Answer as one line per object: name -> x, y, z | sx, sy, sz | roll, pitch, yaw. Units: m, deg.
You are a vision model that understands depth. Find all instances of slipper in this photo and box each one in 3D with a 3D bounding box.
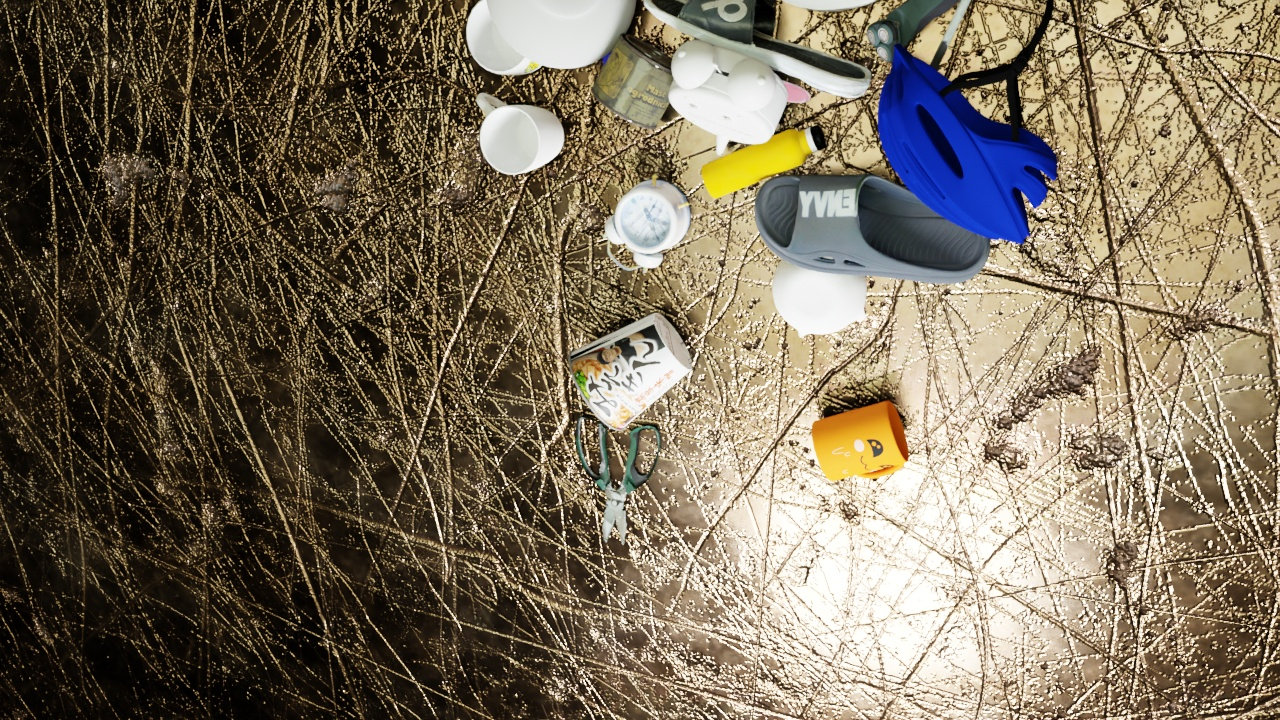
slipper -> 0.133, -0.365, 1.004 | 0.264, 0.111, 0.063 | 28, 124, 7
slipper -> 0.256, -0.150, 1.025 | 0.268, 0.083, 0.110 | 13, 83, 11

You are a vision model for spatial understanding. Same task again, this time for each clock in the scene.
clock -> 0.093, -0.285, 1.013 | 0.125, 0.161, 0.073 | 23, 88, 12
clock -> 0.006, -0.167, 1.149 | 0.089, 0.051, 0.126 | 39, 119, 3

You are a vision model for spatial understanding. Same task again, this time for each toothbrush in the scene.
toothbrush -> 0.132, -0.324, 1.067 | 0.135, 0.016, 0.022 | 20, 115, 13

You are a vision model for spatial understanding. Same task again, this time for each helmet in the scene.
helmet -> 0.362, -0.253, 0.931 | 0.241, 0.147, 0.228 | 47, 121, 1

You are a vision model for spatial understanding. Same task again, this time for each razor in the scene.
razor -> 0.306, -0.377, 0.968 | 0.143, 0.052, 0.047 | -36, 83, 23

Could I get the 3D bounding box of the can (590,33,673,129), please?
can -> -0.001, -0.327, 1.074 | 0.090, 0.089, 0.075 | 36, 116, 6

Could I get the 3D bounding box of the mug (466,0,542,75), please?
mug -> -0.151, -0.405, 1.116 | 0.094, 0.068, 0.116 | 43, 116, 2

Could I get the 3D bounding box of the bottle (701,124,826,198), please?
bottle -> 0.145, -0.236, 1.077 | 0.144, 0.043, 0.043 | -18, 100, 24

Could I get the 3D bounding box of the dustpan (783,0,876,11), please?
dustpan -> 0.234, -0.482, 0.956 | 0.258, 0.053, 0.191 | -28, 96, 26

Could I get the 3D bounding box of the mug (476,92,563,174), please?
mug -> -0.155, -0.290, 1.144 | 0.114, 0.087, 0.081 | 48, 116, 0

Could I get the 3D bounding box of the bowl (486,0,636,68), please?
bowl -> -0.087, -0.428, 1.042 | 0.176, 0.066, 0.176 | -1, 97, -10

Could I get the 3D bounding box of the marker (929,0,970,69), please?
marker -> 0.344, -0.380, 0.974 | 0.011, 0.011, 0.152 | 26, 115, 10

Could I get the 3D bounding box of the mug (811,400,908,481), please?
mug -> 0.278, 0.110, 1.134 | 0.096, 0.077, 0.112 | -19, 131, 24

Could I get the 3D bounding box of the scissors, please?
scissors -> -0.053, 0.168, 1.300 | 0.137, 0.015, 0.210 | 19, 112, 10

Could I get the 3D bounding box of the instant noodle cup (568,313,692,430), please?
instant noodle cup -> -0.007, 0.007, 1.180 | 0.122, 0.123, 0.123 | -33, 94, 17

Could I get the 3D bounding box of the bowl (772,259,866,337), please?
bowl -> 0.211, -0.082, 1.100 | 0.115, 0.050, 0.115 | 6, 109, 18

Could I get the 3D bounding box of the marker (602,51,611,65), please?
marker -> -0.049, -0.419, 1.100 | 0.020, 0.020, 0.141 | -7, 105, 22
